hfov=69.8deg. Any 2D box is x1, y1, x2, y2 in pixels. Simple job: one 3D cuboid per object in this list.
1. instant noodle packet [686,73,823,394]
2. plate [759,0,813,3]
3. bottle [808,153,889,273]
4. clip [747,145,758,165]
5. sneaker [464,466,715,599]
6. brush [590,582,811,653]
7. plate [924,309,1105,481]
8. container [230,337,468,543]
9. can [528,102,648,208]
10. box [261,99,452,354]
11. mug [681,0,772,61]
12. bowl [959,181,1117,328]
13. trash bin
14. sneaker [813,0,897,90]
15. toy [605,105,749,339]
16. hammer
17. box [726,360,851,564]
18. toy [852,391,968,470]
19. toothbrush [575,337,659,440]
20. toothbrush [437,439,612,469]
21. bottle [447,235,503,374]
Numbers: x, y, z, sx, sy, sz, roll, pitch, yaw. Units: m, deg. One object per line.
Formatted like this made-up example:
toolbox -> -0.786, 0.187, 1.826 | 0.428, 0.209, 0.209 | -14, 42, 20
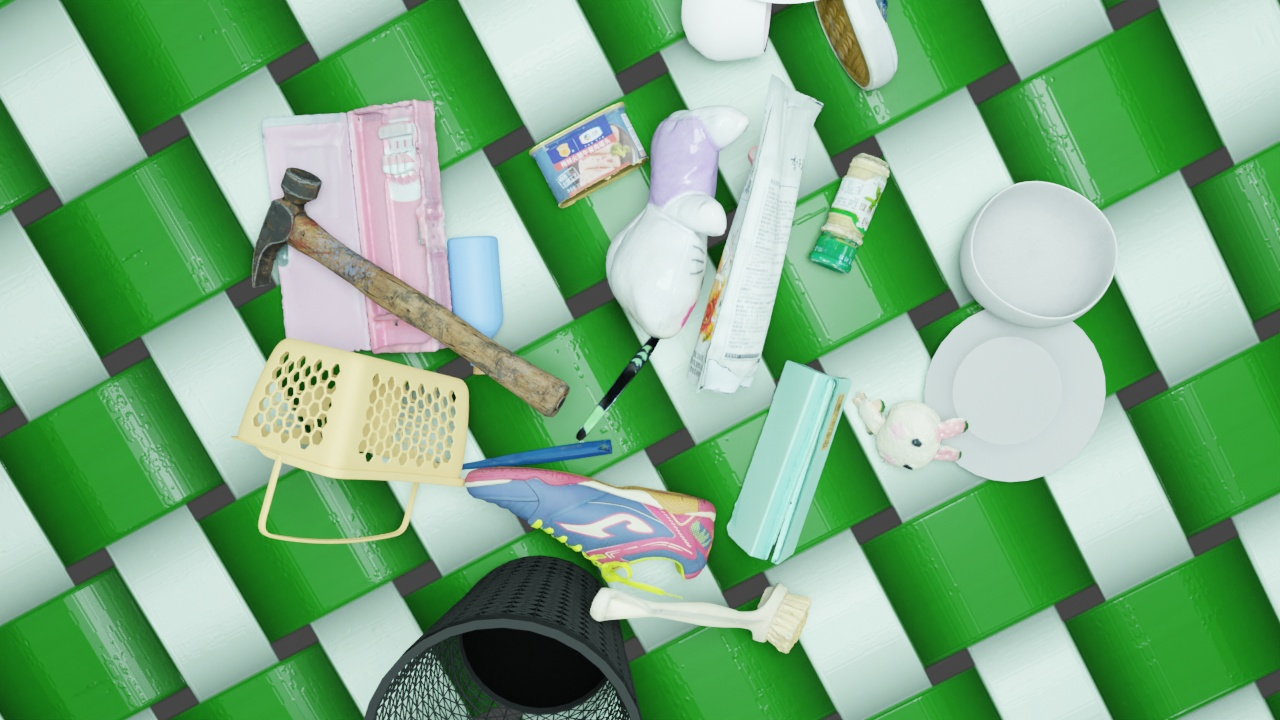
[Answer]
instant noodle packet -> 0.101, -0.107, 0.817 | 0.057, 0.146, 0.269 | 17, 102, 21
plate -> 0.134, -0.411, 0.776 | 0.230, 0.030, 0.229 | 0, 89, 12
bottle -> 0.199, -0.139, 0.868 | 0.042, 0.042, 0.110 | 22, 94, -2
clip -> 0.114, -0.175, 0.868 | 0.022, 0.035, 0.057 | -14, 92, 5
sneaker -> -0.049, 0.156, 0.862 | 0.241, 0.116, 0.091 | 12, 86, -7
brush -> 0.062, 0.226, 0.822 | 0.271, 0.077, 0.062 | 17, 85, -42
plate -> 0.360, 0.030, 0.892 | 0.173, 0.019, 0.173 | 0, 96, 1
container -> -0.253, 0.079, 0.814 | 0.129, 0.183, 0.167 | 12, 86, 26
can -> -0.046, -0.191, 0.859 | 0.100, 0.054, 0.059 | -28, 96, 4
box -> -0.263, -0.122, 0.874 | 0.180, 0.055, 0.233 | -1, 97, 16
mug -> 0.080, -0.333, 0.829 | 0.076, 0.090, 0.123 | 7, 78, 10
bowl -> 0.361, -0.093, 0.851 | 0.132, 0.064, 0.131 | 0, 77, 1
trash bin -> -0.103, 0.288, 0.812 | 0.217, 0.243, 0.217 | 0, 96, 1
sneaker -> 0.193, -0.365, 0.825 | 0.079, 0.087, 0.235 | -21, 92, -1
toy -> 0.028, -0.126, 0.822 | 0.085, 0.138, 0.209 | 16, 95, -16
hammer -> -0.209, -0.042, 0.827 | 0.330, 0.033, 0.120 | 32, 110, 11
box -> 0.158, 0.102, 0.881 | 0.079, 0.077, 0.189 | 17, 94, -18
toy -> 0.253, 0.069, 0.873 | 0.112, 0.087, 0.050 | 16, 52, 11
toothbrush -> -0.005, 0.005, 0.897 | 0.014, 0.017, 0.188 | 37, 96, -5
toothbrush -> -0.122, 0.099, 0.907 | 0.190, 0.017, 0.016 | -8, 96, 2
bottle -> -0.156, -0.052, 0.877 | 0.048, 0.048, 0.131 | -3, 96, 1
